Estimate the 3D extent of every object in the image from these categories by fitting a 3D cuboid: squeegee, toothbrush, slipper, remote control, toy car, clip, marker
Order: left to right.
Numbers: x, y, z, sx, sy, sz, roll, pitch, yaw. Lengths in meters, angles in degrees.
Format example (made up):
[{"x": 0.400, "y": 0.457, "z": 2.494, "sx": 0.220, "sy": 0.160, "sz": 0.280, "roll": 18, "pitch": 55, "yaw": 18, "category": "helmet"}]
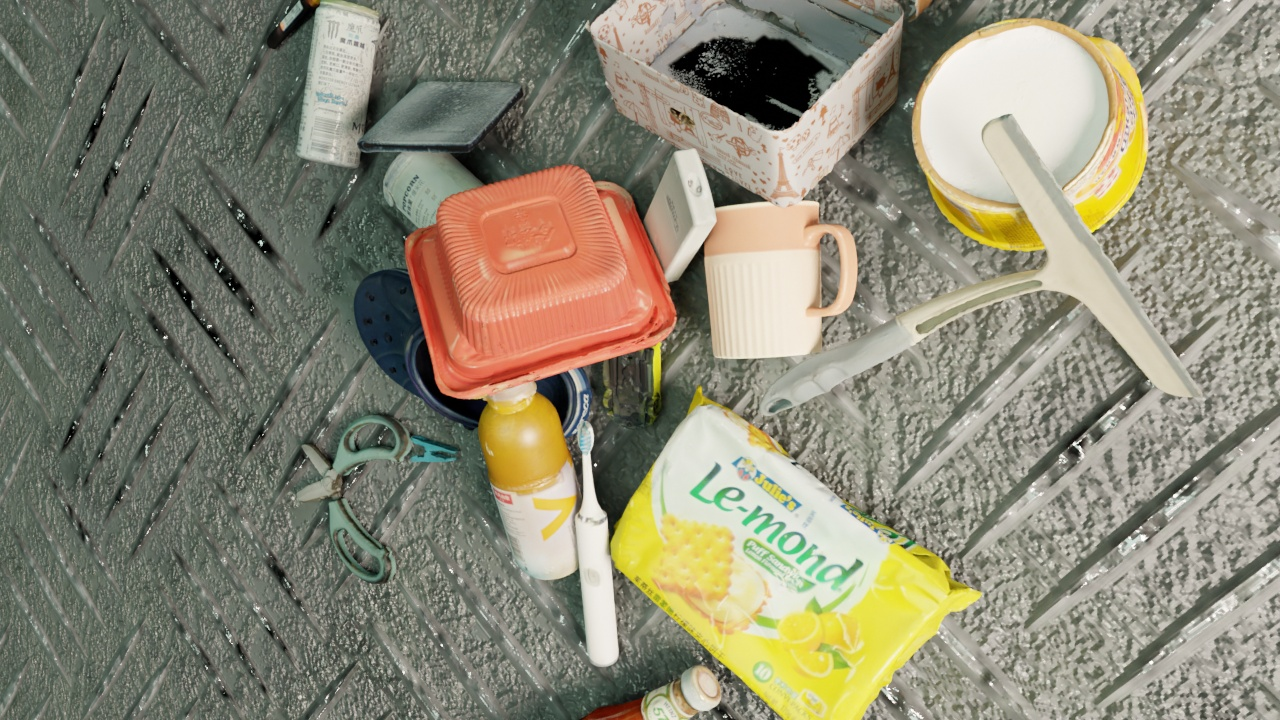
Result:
[{"x": -0.333, "y": -0.349, "z": 0.909, "sx": 0.124, "sy": 0.015, "sz": 0.018, "roll": -30, "pitch": 78, "yaw": 30, "category": "marker"}, {"x": -0.194, "y": 0.087, "z": 0.863, "sx": 0.057, "sy": 0.015, "sz": 0.049, "roll": 3, "pitch": 93, "yaw": 30, "category": "clip"}, {"x": -0.162, "y": 0.003, "z": 0.796, "sx": 0.253, "sy": 0.095, "sz": 0.105, "roll": 26, "pitch": 103, "yaw": 21, "category": "slipper"}, {"x": -0.037, "y": 0.150, "z": 0.737, "sx": 0.027, "sy": 0.026, "sz": 0.221, "roll": -4, "pitch": 112, "yaw": -1, "category": "toothbrush"}, {"x": -0.004, "y": 0.004, "z": 0.743, "sx": 0.048, "sy": 0.032, "sz": 0.105, "roll": 9, "pitch": 109, "yaw": 28, "category": "toy car"}, {"x": 0.027, "y": -0.102, "z": 0.671, "sx": 0.019, "sy": 0.135, "sz": 0.056, "roll": -13, "pitch": 79, "yaw": -12, "category": "remote control"}, {"x": 0.178, "y": -0.018, "z": 0.587, "sx": 0.247, "sy": 0.039, "sz": 0.246, "roll": -27, "pitch": 126, "yaw": 37, "category": "squeegee"}]

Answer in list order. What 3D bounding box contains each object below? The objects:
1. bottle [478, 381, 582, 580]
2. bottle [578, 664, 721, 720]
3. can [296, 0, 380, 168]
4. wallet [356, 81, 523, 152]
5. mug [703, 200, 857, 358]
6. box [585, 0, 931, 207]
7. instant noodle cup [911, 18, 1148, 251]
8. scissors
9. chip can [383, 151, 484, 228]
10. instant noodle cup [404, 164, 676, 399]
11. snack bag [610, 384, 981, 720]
[{"x": -0.087, "y": 0.089, "z": 0.734, "sx": 0.068, "sy": 0.067, "sz": 0.190, "roll": 7, "pitch": 124, "yaw": 28, "category": "bottle"}, {"x": -0.019, "y": 0.310, "z": 0.756, "sx": 0.207, "sy": 0.059, "sz": 0.059, "roll": -40, "pitch": 75, "yaw": 25, "category": "bottle"}, {"x": -0.284, "y": -0.258, "z": 0.862, "sx": 0.058, "sy": 0.058, "sz": 0.147, "roll": 18, "pitch": 101, "yaw": 27, "category": "can"}, {"x": -0.170, "y": -0.208, "z": 0.788, "sx": 0.121, "sy": 0.097, "sz": 0.019, "roll": 7, "pitch": 138, "yaw": 26, "category": "wallet"}, {"x": 0.100, "y": -0.057, "z": 0.648, "sx": 0.115, "sy": 0.081, "sz": 0.106, "roll": 0, "pitch": 96, "yaw": 43, "category": "mug"}, {"x": 0.071, "y": -0.236, "z": 0.573, "sx": 0.183, "sy": 0.193, "sz": 0.156, "roll": 37, "pitch": 78, "yaw": 26, "category": "box"}, {"x": 0.231, "y": -0.139, "z": 0.558, "sx": 0.138, "sy": 0.109, "sz": 0.138, "roll": 1, "pitch": 93, "yaw": 29, "category": "instant noodle cup"}, {"x": -0.276, "y": 0.141, "z": 0.910, "sx": 0.171, "sy": 0.019, "sz": 0.178, "roll": -25, "pitch": 83, "yaw": 27, "category": "scissors"}, {"x": -0.125, "y": -0.098, "z": 0.779, "sx": 0.215, "sy": 0.071, "sz": 0.071, "roll": 43, "pitch": 112, "yaw": 20, "category": "chip can"}, {"x": -0.077, "y": -0.070, "z": 0.679, "sx": 0.188, "sy": 0.079, "sz": 0.164, "roll": -17, "pitch": 60, "yaw": -10, "category": "instant noodle cup"}, {"x": 0.098, "y": 0.149, "z": 0.675, "sx": 0.246, "sy": 0.068, "sz": 0.158, "roll": 37, "pitch": 110, "yaw": 22, "category": "snack bag"}]
